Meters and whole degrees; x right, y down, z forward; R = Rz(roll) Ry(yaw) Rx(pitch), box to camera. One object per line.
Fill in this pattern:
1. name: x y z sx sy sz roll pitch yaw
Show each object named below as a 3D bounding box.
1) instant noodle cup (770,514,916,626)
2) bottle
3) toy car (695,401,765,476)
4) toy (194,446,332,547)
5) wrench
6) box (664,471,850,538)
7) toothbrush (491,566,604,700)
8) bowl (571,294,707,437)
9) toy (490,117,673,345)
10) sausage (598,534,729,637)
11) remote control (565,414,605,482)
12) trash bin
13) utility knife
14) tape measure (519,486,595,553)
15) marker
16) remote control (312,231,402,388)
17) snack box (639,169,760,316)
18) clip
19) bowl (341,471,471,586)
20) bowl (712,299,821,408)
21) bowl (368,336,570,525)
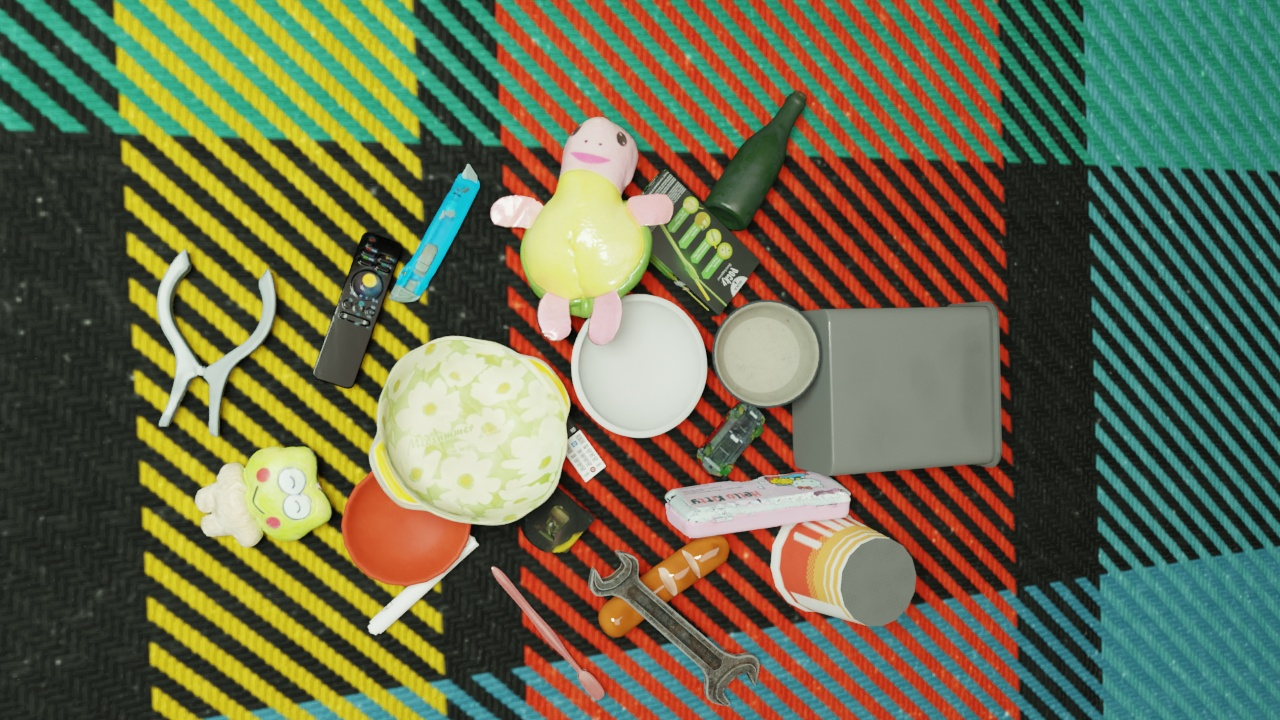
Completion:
1. instant noodle cup: 0.229 0.232 1.017 0.123 0.121 0.123 0 90 -20
2. bottle: 0.135 -0.227 1.016 0.055 0.055 0.174 35 78 -17
3. toy car: 0.098 0.086 1.014 0.042 0.036 0.091 42 77 -16
4. toy: -0.351 0.129 0.851 0.115 0.046 0.092 -15 98 -11
5. wrench: 0.040 0.287 0.974 0.070 0.010 0.273 -47 120 -8
6. box: 0.130 0.154 1.002 0.202 0.086 0.044 -4 100 -19
7. toothbrush: -0.098 0.285 0.961 0.015 0.016 0.184 -40 100 -15
8. bowl: -0.006 0.006 0.973 0.149 0.043 0.149 0 90 -19
9. toy: -0.055 -0.132 0.926 0.190 0.087 0.238 -1 78 18
10. sausage: 0.026 0.239 0.986 0.164 0.044 0.039 -32 96 -16
11. remote control: -0.083 0.071 0.963 0.028 0.012 0.124 -38 102 -15
12. trash bin: 0.292 0.031 1.052 0.219 0.098 0.192 -2 91 -18
13. utility knife: -0.202 -0.125 0.917 0.031 0.015 0.158 29 80 -22
14. tape measure: -0.092 0.165 0.947 0.067 0.038 0.062 43 77 -15
15. marker: -0.216 0.223 0.912 0.133 0.020 0.017 -42 107 -14
16. remote control: -0.274 -0.049 0.890 0.041 0.020 0.151 20 83 -18
17. snack box: 0.052 -0.127 1.001 0.147 0.025 0.080 41 78 -15
18. clip: -0.369 -0.012 0.852 0.143 0.029 0.172 3 90 -18
19. bowl: -0.229 0.157 0.899 0.122 0.035 0.122 0 91 -20
20. bowl: 0.135 -0.006 1.005 0.115 0.059 0.115 0 89 1
21. bowl: -0.168 0.074 0.885 0.218 0.060 0.188 -32 86 -40
